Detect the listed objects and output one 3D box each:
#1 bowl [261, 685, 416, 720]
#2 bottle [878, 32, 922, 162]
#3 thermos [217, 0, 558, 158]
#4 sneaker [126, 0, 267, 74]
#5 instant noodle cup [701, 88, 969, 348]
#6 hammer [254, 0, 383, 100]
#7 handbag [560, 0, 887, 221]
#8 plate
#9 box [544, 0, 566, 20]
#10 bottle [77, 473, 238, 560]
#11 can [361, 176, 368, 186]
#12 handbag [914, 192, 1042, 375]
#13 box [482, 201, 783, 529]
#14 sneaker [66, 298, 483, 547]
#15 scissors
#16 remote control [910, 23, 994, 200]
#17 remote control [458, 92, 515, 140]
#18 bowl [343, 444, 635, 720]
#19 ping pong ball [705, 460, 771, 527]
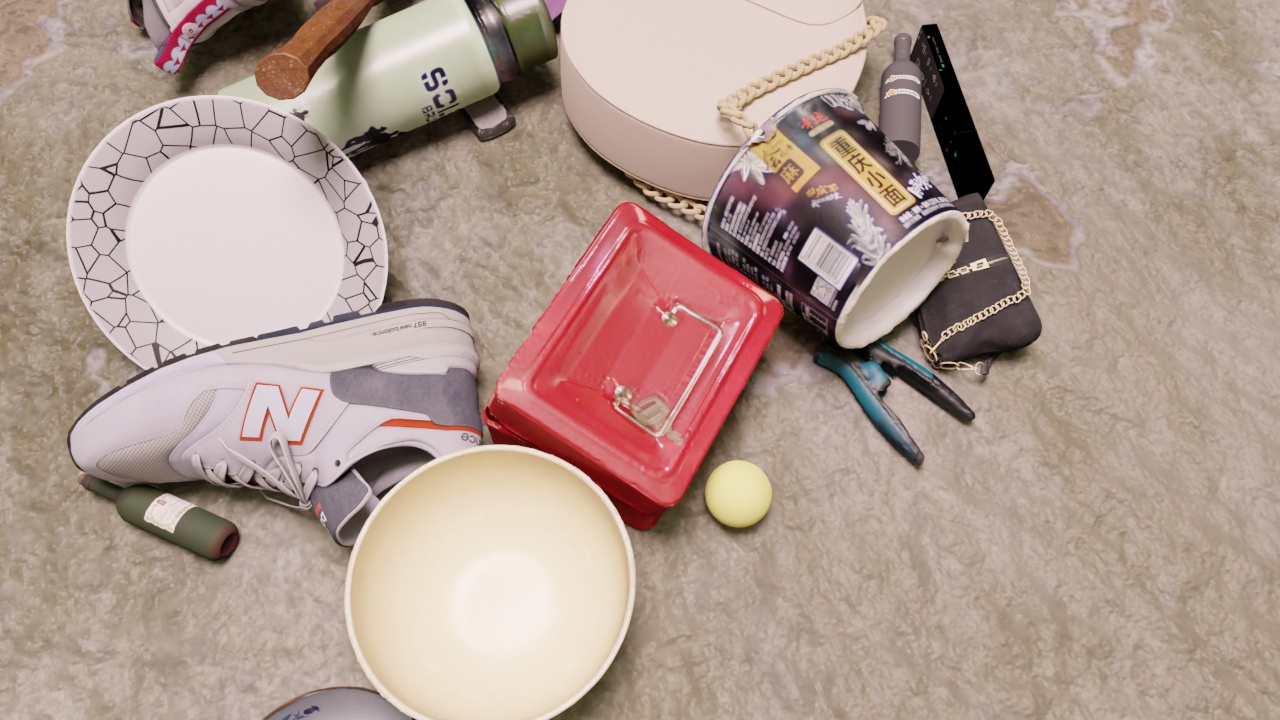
[{"bbox_3d":[-0.155,0.231,0.476,0.114,0.045,0.114,0,65,0],"label":"bowl"},{"bbox_3d":[0.196,-0.201,0.690,0.030,0.030,0.112,8,65,3],"label":"bottle"},{"bbox_3d":[-0.172,-0.204,0.653,0.231,0.082,0.082,-26,68,-5],"label":"thermos"},{"bbox_3d":[-0.365,-0.329,0.721,0.129,0.096,0.263,-43,59,9],"label":"sneaker"},{"bbox_3d":[0.124,-0.079,0.569,0.137,0.137,0.112,-33,62,-15],"label":"instant noodle cup"},{"bbox_3d":[-0.194,-0.237,0.614,0.115,0.033,0.322,-16,33,8],"label":"hammer"},{"bbox_3d":[0.052,-0.221,0.660,0.211,0.103,0.208,27,64,10],"label":"handbag"},{"bbox_3d":[-0.255,-0.068,0.578,0.188,0.016,0.189,-2,106,-7],"label":"plate"},{"bbox_3d":[-0.044,-0.370,0.716,0.214,0.035,0.151,-38,65,14],"label":"box"},{"bbox_3d":[-0.293,0.090,0.552,0.106,0.025,0.025,21,66,9],"label":"bottle"},{"bbox_3d":[-0.234,-0.113,0.622,0.095,0.032,0.032,-7,60,-39],"label":"can"},{"bbox_3d":[0.210,-0.050,0.614,0.079,0.054,0.128,-18,69,3],"label":"handbag"},{"bbox_3d":[-0.005,0.008,0.564,0.134,0.111,0.157,33,65,2],"label":"box"},{"bbox_3d":[-0.197,0.051,0.536,0.239,0.089,0.124,-21,64,-14],"label":"sneaker"},{"bbox_3d":[0.151,0.007,0.599,0.123,0.019,0.147,0,63,0],"label":"scissors"},{"bbox_3d":[0.228,-0.182,0.678,0.013,0.034,0.149,-7,65,-4],"label":"remote control"},{"bbox_3d":[-0.142,-0.223,0.707,0.033,0.013,0.136,-31,68,-12],"label":"remote control"},{"bbox_3d":[-0.078,0.129,0.508,0.151,0.075,0.150,0,65,0],"label":"bowl"},{"bbox_3d":[0.059,0.080,0.551,0.040,0.040,0.040,0,65,-1],"label":"ping pong ball"}]
